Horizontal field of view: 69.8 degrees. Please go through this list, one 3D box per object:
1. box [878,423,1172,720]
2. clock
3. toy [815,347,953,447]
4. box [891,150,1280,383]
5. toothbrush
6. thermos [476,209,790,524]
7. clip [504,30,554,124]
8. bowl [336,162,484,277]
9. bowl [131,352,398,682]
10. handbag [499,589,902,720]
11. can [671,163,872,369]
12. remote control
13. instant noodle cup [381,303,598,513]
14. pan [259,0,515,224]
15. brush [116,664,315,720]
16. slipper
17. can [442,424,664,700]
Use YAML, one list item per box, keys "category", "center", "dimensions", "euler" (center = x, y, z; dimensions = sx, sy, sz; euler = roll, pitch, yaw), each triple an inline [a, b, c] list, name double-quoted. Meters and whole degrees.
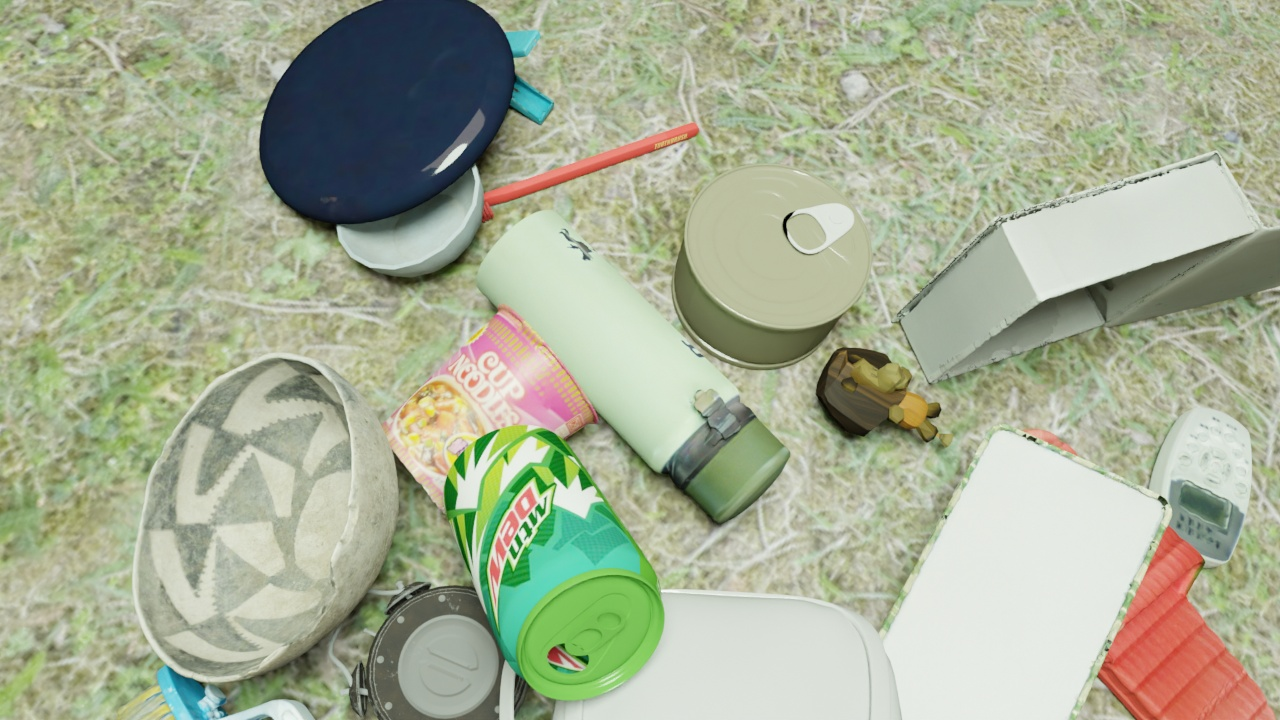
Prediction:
- category: "box"
  center: [0.217, 0.149, 0.547]
  dimensions: [0.118, 0.051, 0.205]
  euler: [26, 76, 21]
- category: "clock"
  center: [-0.114, 0.176, 0.528]
  dimensions: [0.123, 0.044, 0.091]
  euler: [23, 65, 4]
- category: "toy"
  center: [0.169, 0.028, 0.622]
  dimensions: [0.100, 0.063, 0.076]
  euler: [28, 46, -1]
- category: "box"
  center: [0.377, -0.064, 0.629]
  dimensions: [0.368, 0.166, 0.098]
  euler: [-11, 73, -10]
- category: "toothbrush"
  center: [-0.047, -0.140, 0.693]
  dimensions: [0.212, 0.012, 0.018]
  euler: [-23, 71, -16]
- category: "thermos"
  center: [-0.004, 0.003, 0.596]
  dimensions: [0.082, 0.082, 0.231]
  euler: [-40, 76, -21]
- category: "clip"
  center: [-0.125, -0.234, 0.690]
  dimensions: [0.119, 0.102, 0.027]
  euler: [22, 63, 17]
- category: "bowl"
  center: [-0.154, -0.101, 0.638]
  dimensions: [0.106, 0.039, 0.106]
  euler: [-6, 65, 13]
- category: "bowl"
  center: [-0.199, 0.090, 0.522]
  dimensions: [0.179, 0.081, 0.178]
  euler: [-11, 66, 26]
- category: "handbag"
  center: [0.028, 0.221, 0.446]
  dimensions: [0.216, 0.096, 0.222]
  euler: [2, 39, 8]
- category: "can"
  center: [0.088, -0.064, 0.643]
  dimensions: [0.127, 0.073, 0.127]
  euler: [3, 66, -6]
- category: "remote control"
  center: [0.390, 0.086, 0.640]
  dimensions: [0.060, 0.028, 0.114]
  euler: [28, 66, 6]
- category: "instant noodle cup"
  center: [-0.098, 0.035, 0.569]
  dimensions: [0.108, 0.098, 0.097]
  euler: [-39, 76, -13]
- category: "pan"
  center: [-0.173, -0.257, 0.682]
  dimensions: [0.199, 0.021, 0.355]
  euler: [1, 65, 18]
- category: "brush"
  center: [-0.213, 0.213, 0.492]
  dimensions: [0.075, 0.055, 0.136]
  euler: [-40, 76, -16]
- category: "slipper"
  center: [0.315, 0.150, 0.586]
  dimensions: [0.103, 0.059, 0.248]
  euler: [-28, 74, -18]
- category: "can"
  center: [-0.049, 0.101, 0.486]
  dimensions: [0.083, 0.083, 0.144]
  euler: [-20, 31, -15]
